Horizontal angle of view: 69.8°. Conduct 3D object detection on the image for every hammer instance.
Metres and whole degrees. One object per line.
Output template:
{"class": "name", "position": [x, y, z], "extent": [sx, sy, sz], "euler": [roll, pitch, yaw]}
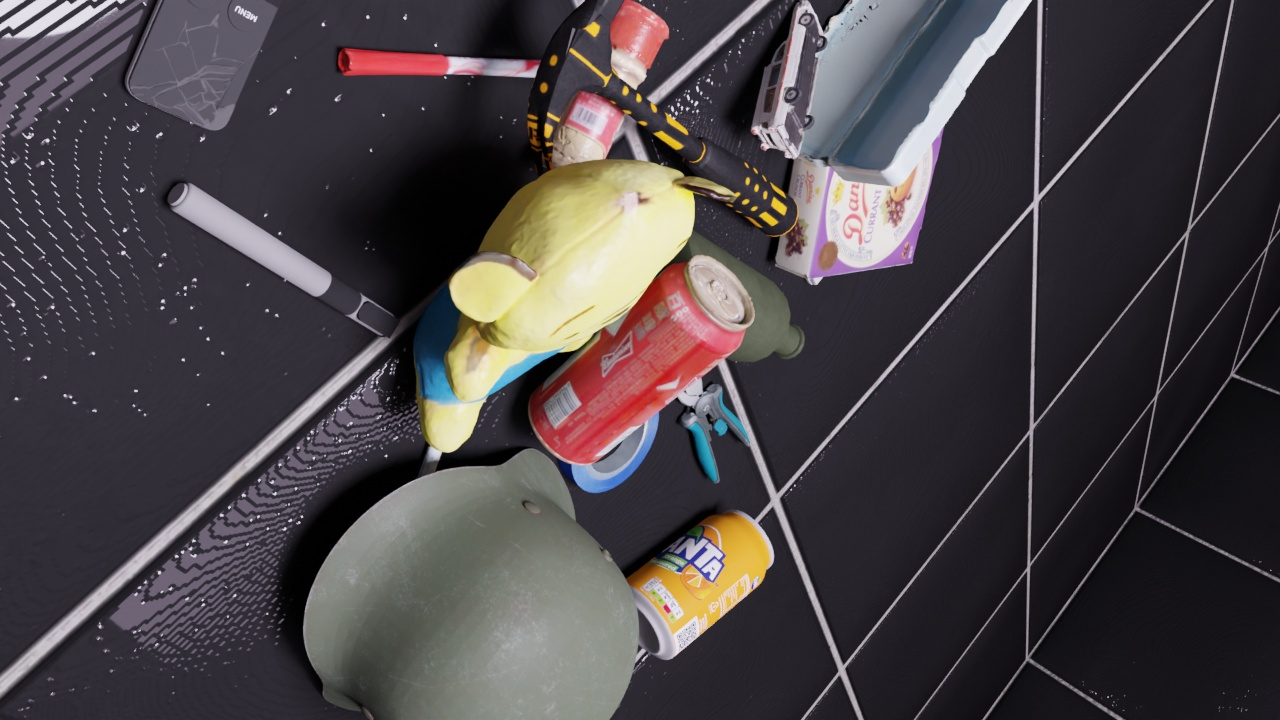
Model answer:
{"class": "hammer", "position": [0.034, -0.133, 0.595], "extent": [0.320, 0.036, 0.123], "euler": [17, 103, -61]}

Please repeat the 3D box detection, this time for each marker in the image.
{"class": "marker", "position": [-0.095, -0.159, 0.497], "extent": [0.141, 0.013, 0.013], "euler": [-14, 124, -42]}
{"class": "marker", "position": [-0.140, 0.073, 0.603], "extent": [0.011, 0.011, 0.152], "euler": [6, 109, -49]}
{"class": "marker", "position": [-0.179, -0.048, 0.475], "extent": [0.016, 0.016, 0.140], "euler": [-55, 142, -4]}

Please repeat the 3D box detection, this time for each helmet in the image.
{"class": "helmet", "position": [-0.092, 0.186, 0.615], "extent": [0.226, 0.154, 0.268], "euler": [-51, 141, -10]}

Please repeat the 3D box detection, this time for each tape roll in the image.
{"class": "tape roll", "position": [-0.024, 0.058, 0.715], "extent": [0.091, 0.016, 0.093], "euler": [-44, 140, -18]}

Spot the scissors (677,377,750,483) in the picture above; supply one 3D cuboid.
{"class": "scissors", "position": [0.063, 0.055, 0.808], "extent": [0.153, 0.019, 0.128], "euler": [-3, 115, -45]}

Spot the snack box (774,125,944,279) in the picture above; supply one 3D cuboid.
{"class": "snack box", "position": [0.186, -0.149, 0.773], "extent": [0.147, 0.040, 0.144], "euler": [-12, 119, -38]}

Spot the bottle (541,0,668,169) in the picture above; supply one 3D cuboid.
{"class": "bottle", "position": [-0.024, -0.159, 0.550], "extent": [0.044, 0.044, 0.109], "euler": [18, 101, -51]}

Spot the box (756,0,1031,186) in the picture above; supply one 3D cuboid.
{"class": "box", "position": [0.189, -0.220, 0.664], "extent": [0.197, 0.136, 0.049], "euler": [-54, 140, -5]}

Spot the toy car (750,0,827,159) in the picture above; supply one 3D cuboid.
{"class": "toy car", "position": [0.106, -0.202, 0.661], "extent": [0.039, 0.039, 0.113], "euler": [41, 55, -52]}

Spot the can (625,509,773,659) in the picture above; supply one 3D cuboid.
{"class": "can", "position": [0.050, 0.202, 0.842], "extent": [0.142, 0.079, 0.079], "euler": [-31, 134, -31]}

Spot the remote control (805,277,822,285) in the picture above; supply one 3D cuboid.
{"class": "remote control", "position": [0.189, -0.126, 0.828], "extent": [0.130, 0.012, 0.033], "euler": [-52, 142, -8]}

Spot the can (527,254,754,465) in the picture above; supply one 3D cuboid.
{"class": "can", "position": [-0.004, 0.004, 0.602], "extent": [0.067, 0.067, 0.171], "euler": [1, 147, -48]}

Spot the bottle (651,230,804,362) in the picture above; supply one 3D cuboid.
{"class": "bottle", "position": [0.068, -0.040, 0.706], "extent": [0.206, 0.071, 0.071], "euler": [22, 97, -52]}

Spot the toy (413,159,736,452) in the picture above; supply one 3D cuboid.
{"class": "toy", "position": [-0.055, -0.040, 0.499], "extent": [0.148, 0.084, 0.215], "euler": [-43, -177, -31]}

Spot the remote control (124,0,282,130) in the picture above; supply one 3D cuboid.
{"class": "remote control", "position": [-0.176, -0.175, 0.401], "extent": [0.045, 0.008, 0.147], "euler": [20, 99, -51]}
